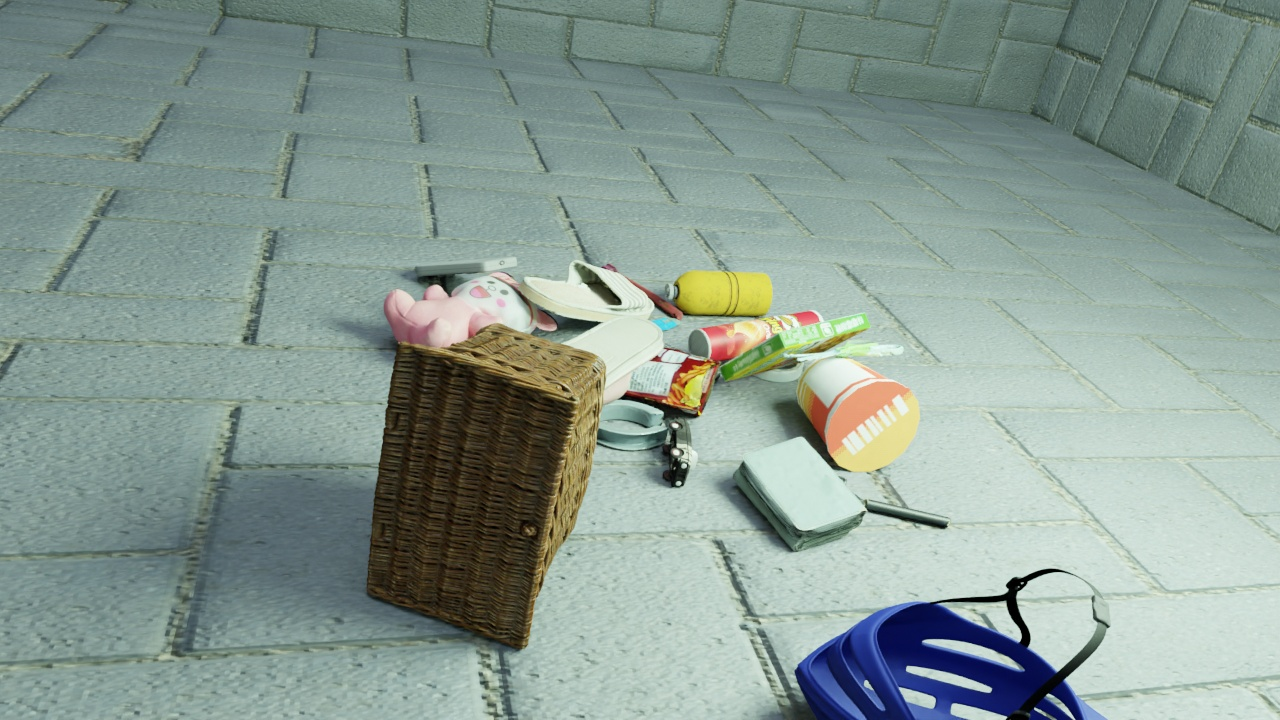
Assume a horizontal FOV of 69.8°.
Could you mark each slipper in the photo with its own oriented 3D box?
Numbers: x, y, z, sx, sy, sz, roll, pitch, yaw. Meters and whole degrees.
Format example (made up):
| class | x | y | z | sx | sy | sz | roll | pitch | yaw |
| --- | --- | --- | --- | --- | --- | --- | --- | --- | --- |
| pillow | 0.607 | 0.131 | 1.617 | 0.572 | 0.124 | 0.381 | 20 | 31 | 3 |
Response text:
| class | x | y | z | sx | sy | sz | roll | pitch | yaw |
| --- | --- | --- | --- | --- | --- | --- | --- | --- | --- |
| slipper | -0.068 | -0.097 | 1.317 | 0.114 | 0.054 | 0.272 | 41 | 23 | 23 |
| slipper | -0.074 | 0.018 | 1.118 | 0.114 | 0.055 | 0.273 | 31 | 42 | 30 |

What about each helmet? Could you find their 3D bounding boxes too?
| class | x | y | z | sx | sy | sz | roll | pitch | yaw |
| --- | --- | --- | --- | --- | --- | --- | --- | --- | --- |
| helmet | 0.253 | 0.243 | 0.712 | 0.241 | 0.228 | 0.147 | 17 | 39 | 10 |

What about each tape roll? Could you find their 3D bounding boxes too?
| class | x | y | z | sx | sy | sz | roll | pitch | yaw |
| --- | --- | --- | --- | --- | --- | --- | --- | --- | --- |
| tape roll | 0.190 | 0.000 | 1.335 | 0.094 | 0.018 | 0.093 | 9 | 29 | -5 |

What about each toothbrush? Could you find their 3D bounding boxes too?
| class | x | y | z | sx | sy | sz | roll | pitch | yaw |
| --- | --- | --- | --- | --- | --- | --- | --- | --- | --- |
| toothbrush | 0.000 | -0.111 | 1.469 | 0.016 | 0.016 | 0.190 | -19 | 41 | -36 |

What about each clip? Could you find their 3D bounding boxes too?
| class | x | y | z | sx | sy | sz | roll | pitch | yaw |
| --- | --- | --- | --- | --- | --- | --- | --- | --- | --- |
| clip | -0.052 | 0.067 | 1.126 | 0.163 | 0.028 | 0.114 | 5 | 28 | -13 |

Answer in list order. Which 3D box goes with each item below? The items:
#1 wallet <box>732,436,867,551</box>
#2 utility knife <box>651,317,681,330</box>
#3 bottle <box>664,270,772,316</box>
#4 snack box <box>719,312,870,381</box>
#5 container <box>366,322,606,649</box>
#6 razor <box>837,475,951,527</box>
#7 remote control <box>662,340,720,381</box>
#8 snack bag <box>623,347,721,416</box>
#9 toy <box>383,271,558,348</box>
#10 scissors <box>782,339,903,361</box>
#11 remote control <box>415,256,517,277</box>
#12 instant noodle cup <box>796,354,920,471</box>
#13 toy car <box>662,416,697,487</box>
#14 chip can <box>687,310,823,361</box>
| class | x | y | z | sx | sy | sz | roll | pitch | yaw |
| --- | --- | --- | --- | --- | --- | --- | --- | --- | --- |
| wallet | 0.178 | 0.150 | 1.032 | 0.100 | 0.054 | 0.131 | -14 | 39 | -23 |
| utility knife | -0.007 | -0.039 | 1.342 | 0.031 | 0.015 | 0.185 | 27 | 34 | 35 |
| bottle | 0.118 | -0.106 | 1.447 | 0.163 | 0.071 | 0.071 | 0 | 31 | -19 |
| snack box | 0.208 | -0.018 | 1.235 | 0.167 | 0.132 | 0.027 | -12 | 77 | -36 |
| container | -0.127 | 0.092 | 0.846 | 0.162 | 0.250 | 0.182 | 17 | 22 | 11 |
| razor | 0.288 | 0.172 | 1.065 | 0.144 | 0.022 | 0.042 | 15 | 71 | -2 |
| remote control | 0.053 | -0.004 | 1.298 | 0.136 | 0.013 | 0.033 | 32 | 35 | 33 |
| snack bag | -0.007 | 0.007 | 1.210 | 0.208 | 0.067 | 0.138 | 15 | 34 | 12 |
| toy | -0.226 | -0.061 | 1.234 | 0.142 | 0.084 | 0.212 | 32 | 37 | 32 |
| scissors | 0.253 | -0.011 | 1.187 | 0.174 | 0.032 | 0.093 | -1 | 13 | -23 |
| remote control | -0.263 | -0.138 | 1.365 | 0.151 | 0.019 | 0.074 | 0 | 11 | 32 |
| instant noodle cup | 0.267 | 0.057 | 1.168 | 0.123 | 0.123 | 0.121 | 1 | 23 | -18 |
| toy car | 0.048 | 0.106 | 1.071 | 0.037 | 0.040 | 0.092 | 11 | 32 | -6 |
| chip can | 0.169 | -0.034 | 1.315 | 0.214 | 0.052 | 0.052 | -10 | 35 | -32 |
